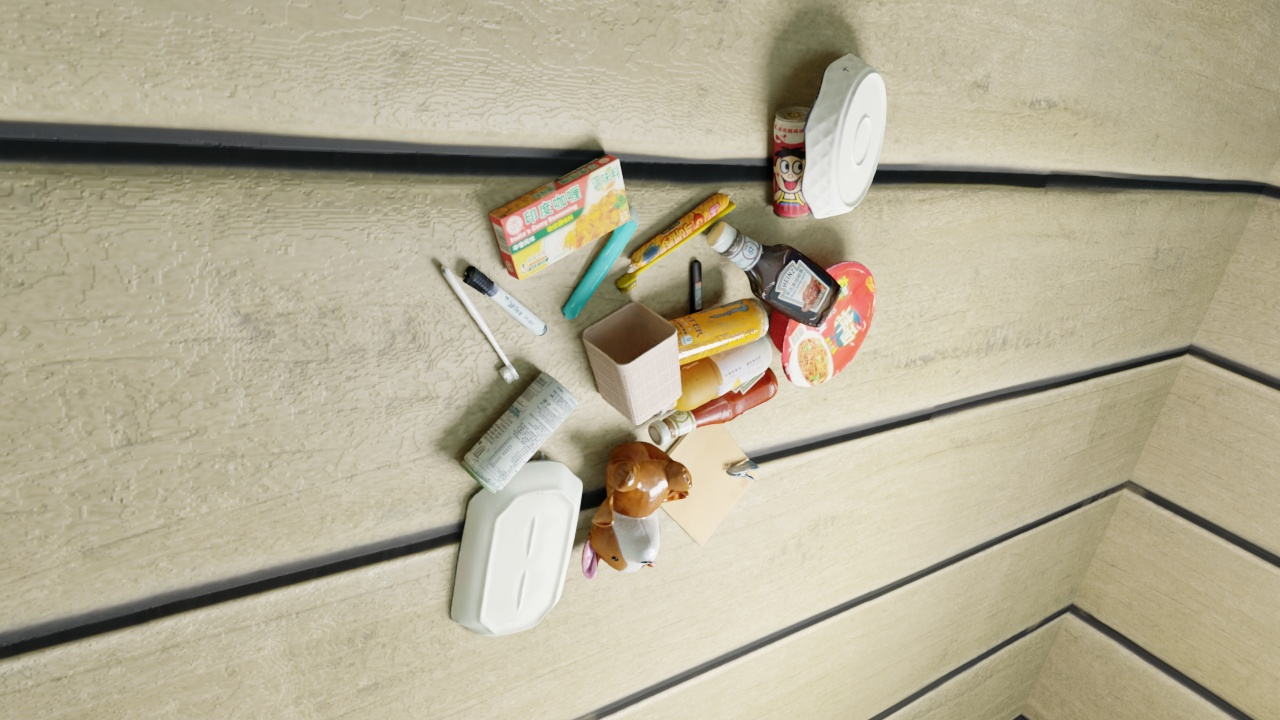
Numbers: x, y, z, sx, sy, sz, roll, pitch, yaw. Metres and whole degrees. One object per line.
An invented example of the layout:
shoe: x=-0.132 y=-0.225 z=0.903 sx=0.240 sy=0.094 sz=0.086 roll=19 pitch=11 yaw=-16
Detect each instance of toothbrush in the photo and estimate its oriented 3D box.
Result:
toothbrush: x=-0.174 y=-0.036 z=0.994 sx=0.016 sy=0.016 sz=0.180 roll=-37 pitch=135 yaw=-12
toothbrush: x=0.045 y=-0.140 z=1.126 sx=0.189 sy=0.016 sz=0.017 roll=-38 pitch=139 yaw=-18

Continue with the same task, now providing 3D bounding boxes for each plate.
plate: x=0.262 y=-0.280 z=1.164 sx=0.204 sy=0.046 sz=0.205 roll=-38 pitch=136 yaw=-49
plate: x=-0.150 y=0.249 z=1.161 sx=0.161 sy=0.034 sz=0.266 roll=-2 pitch=116 yaw=-33

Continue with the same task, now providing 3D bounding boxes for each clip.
clip: x=0.152 y=0.167 z=1.393 sx=0.058 sy=0.027 sz=0.045 roll=0 pitch=120 yaw=-39

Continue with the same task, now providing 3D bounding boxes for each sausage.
sausage: x=0.049 y=-0.159 z=1.113 sx=0.165 sy=0.021 sz=0.021 roll=-38 pitch=134 yaw=-18

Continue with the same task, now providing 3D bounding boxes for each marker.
marker: x=0.072 y=-0.073 z=1.193 sx=0.018 sy=0.015 sz=0.124 roll=-21 pitch=125 yaw=-31
marker: x=-0.146 y=-0.062 z=1.001 sx=0.022 sy=0.018 sz=0.130 roll=-46 pitch=137 yaw=2

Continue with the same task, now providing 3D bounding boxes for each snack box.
snack box: x=-0.083 y=-0.156 z=0.992 sx=0.155 sy=0.027 sz=0.077 roll=-32 pitch=131 yaw=-23

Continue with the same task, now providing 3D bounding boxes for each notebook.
notebook: x=0.095 y=0.178 z=1.370 sx=0.149 sy=0.012 sz=0.211 roll=-49 pitch=137 yaw=-9

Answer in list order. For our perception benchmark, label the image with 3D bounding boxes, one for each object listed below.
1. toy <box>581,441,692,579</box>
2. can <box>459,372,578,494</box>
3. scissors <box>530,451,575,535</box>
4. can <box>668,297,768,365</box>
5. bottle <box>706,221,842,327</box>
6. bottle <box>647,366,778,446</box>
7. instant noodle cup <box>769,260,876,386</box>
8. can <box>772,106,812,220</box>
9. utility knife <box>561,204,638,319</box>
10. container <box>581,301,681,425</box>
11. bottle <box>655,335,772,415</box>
toy: x=-0.005 y=0.210 z=1.224 sx=0.140 sy=0.130 sz=0.200 roll=5 pitch=122 yaw=-26
can: x=-0.140 y=0.084 z=1.066 sx=0.146 sy=0.058 sz=0.058 roll=-48 pitch=137 yaw=-8
scissors: x=-0.130 y=0.193 z=1.177 sx=0.124 sy=0.012 sz=0.174 roll=-47 pitch=135 yaw=-9
can: x=0.090 y=-0.037 z=1.174 sx=0.145 sy=0.058 sz=0.058 roll=-18 pitch=126 yaw=-26
bottle: x=0.170 y=-0.116 z=1.185 sx=0.194 sy=0.044 sz=0.080 roll=30 pitch=91 yaw=-24
bottle: x=0.100 y=0.063 z=1.270 sx=0.205 sy=0.060 sz=0.060 roll=-24 pitch=129 yaw=-29
instant noodle cup: x=0.253 y=-0.061 z=1.325 sx=0.193 sy=0.066 sz=0.194 roll=-22 pitch=128 yaw=-32
can: x=0.195 y=-0.250 z=1.165 sx=0.053 sy=0.053 sz=0.133 roll=-26 pitch=130 yaw=-28
utility knife: x=-0.046 y=-0.113 z=1.065 sx=0.029 sy=0.013 sz=0.151 roll=30 pitch=95 yaw=-45
container: x=-0.007 y=0.007 z=1.119 sx=0.090 sy=0.090 sz=0.111 roll=-33 pitch=136 yaw=-23
bottle: x=0.091 y=0.017 z=1.224 sx=0.189 sy=0.068 sz=0.068 roll=-27 pitch=130 yaw=-27
